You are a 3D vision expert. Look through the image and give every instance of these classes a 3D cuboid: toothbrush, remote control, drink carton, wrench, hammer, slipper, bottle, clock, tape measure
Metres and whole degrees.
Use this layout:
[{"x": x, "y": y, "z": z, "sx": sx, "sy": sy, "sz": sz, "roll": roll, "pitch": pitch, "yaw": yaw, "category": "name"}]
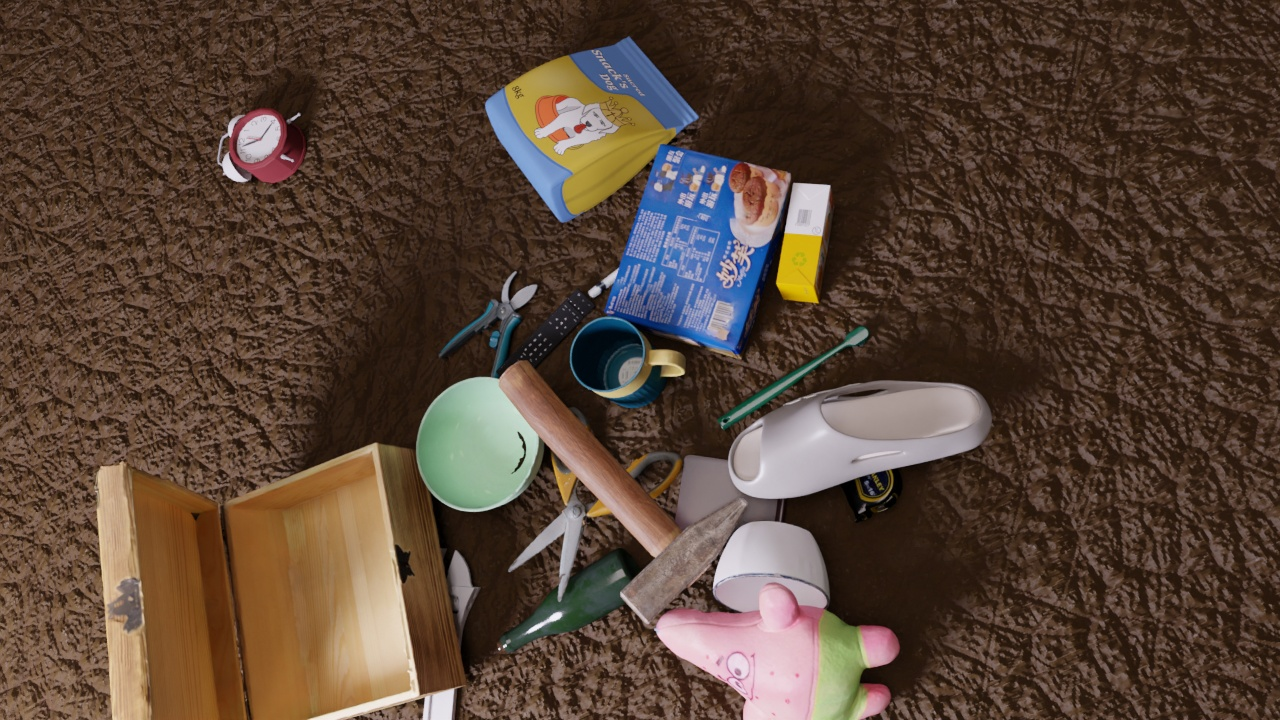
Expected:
[{"x": 0.167, "y": 0.020, "z": 0.999, "sx": 0.190, "sy": 0.017, "sz": 0.016, "roll": -33, "pitch": 70, "yaw": 8, "category": "toothbrush"}, {"x": -0.113, "y": -0.026, "z": 1.090, "sx": 0.140, "sy": 0.009, "sz": 0.030, "roll": -45, "pitch": 107, "yaw": 2, "category": "remote control"}, {"x": 0.012, "y": -0.135, "z": 1.085, "sx": 0.187, "sy": 0.012, "sz": 0.017, "roll": -37, "pitch": 56, "yaw": 5, "category": "toothbrush"}, {"x": 0.182, "y": -0.132, "z": 1.007, "sx": 0.040, "sy": 0.058, "sz": 0.122, "roll": 8, "pitch": 79, "yaw": 18, "category": "drink carton"}, {"x": -0.234, "y": 0.352, "z": 1.039, "sx": 0.087, "sy": 0.018, "sz": 0.273, "roll": 1, "pitch": 78, "yaw": 17, "category": "wrench"}, {"x": -0.038, "y": 0.111, "z": 0.967, "sx": 0.157, "sy": 0.037, "sz": 0.301, "roll": -42, "pitch": 78, "yaw": -12, "category": "hammer"}, {"x": 0.212, "y": 0.061, "z": 0.921, "sx": 0.266, "sy": 0.081, "sz": 0.112, "roll": -12, "pitch": 44, "yaw": 13, "category": "slipper"}, {"x": -0.080, "y": 0.268, "z": 0.992, "sx": 0.174, "sy": 0.055, "sz": 0.055, "roll": -32, "pitch": 70, "yaw": 8, "category": "bottle"}, {"x": -0.524, "y": -0.296, "z": 1.266, "sx": 0.138, "sy": 0.048, "sz": 0.096, "roll": -1, "pitch": 77, "yaw": 15, "category": "clock"}, {"x": 0.237, "y": 0.127, "z": 0.940, "sx": 0.061, "sy": 0.034, "sz": 0.061, "roll": -28, "pitch": 57, "yaw": 15, "category": "tape measure"}]

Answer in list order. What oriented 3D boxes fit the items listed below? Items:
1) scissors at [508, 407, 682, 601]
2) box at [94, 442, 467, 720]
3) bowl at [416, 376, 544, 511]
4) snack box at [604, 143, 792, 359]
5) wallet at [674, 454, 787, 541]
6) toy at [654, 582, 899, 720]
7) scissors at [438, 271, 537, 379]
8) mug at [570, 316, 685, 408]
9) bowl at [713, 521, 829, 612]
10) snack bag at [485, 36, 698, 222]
[{"x": -0.051, "y": 0.152, "z": 1.005, "sx": 0.217, "sy": 0.016, "sz": 0.224, "roll": -4, "pitch": 62, "yaw": 16, "category": "scissors"}, {"x": -0.406, "y": 0.250, "z": 0.949, "sx": 0.284, "sy": 0.323, "sz": 0.279, "roll": -22, "pitch": 73, "yaw": 20, "category": "box"}, {"x": -0.172, "y": 0.099, "z": 1.048, "sx": 0.151, "sy": 0.077, "sz": 0.150, "roll": -4, "pitch": 76, "yaw": 16, "category": "bowl"}, {"x": 0.068, "y": -0.121, "z": 1.024, "sx": 0.155, "sy": 0.069, "sz": 0.202, "roll": 16, "pitch": 85, "yaw": 16, "category": "snack box"}, {"x": 0.099, "y": 0.150, "z": 0.989, "sx": 0.116, "sy": 0.018, "sz": 0.091, "roll": 6, "pitch": 79, "yaw": 15, "category": "wallet"}, {"x": 0.126, "y": 0.289, "z": 0.896, "sx": 0.237, "sy": 0.096, "sz": 0.192, "roll": 9, "pitch": 115, "yaw": 20, "category": "toy"}, {"x": -0.187, "y": -0.036, "z": 1.117, "sx": 0.124, "sy": 0.019, "sz": 0.153, "roll": -2, "pitch": 74, "yaw": 15, "category": "scissors"}, {"x": -0.006, "y": 0.006, "z": 1.005, "sx": 0.114, "sy": 0.107, "sz": 0.083, "roll": -1, "pitch": 75, "yaw": 17, "category": "mug"}, {"x": 0.132, "y": 0.208, "z": 0.917, "sx": 0.116, "sy": 0.116, "sz": 0.065, "roll": -2, "pitch": 54, "yaw": 16, "category": "bowl"}, {"x": -0.057, "y": -0.289, "z": 1.103, "sx": 0.205, "sy": 0.102, "sz": 0.159, "roll": -34, "pitch": 69, "yaw": -6, "category": "snack bag"}]
